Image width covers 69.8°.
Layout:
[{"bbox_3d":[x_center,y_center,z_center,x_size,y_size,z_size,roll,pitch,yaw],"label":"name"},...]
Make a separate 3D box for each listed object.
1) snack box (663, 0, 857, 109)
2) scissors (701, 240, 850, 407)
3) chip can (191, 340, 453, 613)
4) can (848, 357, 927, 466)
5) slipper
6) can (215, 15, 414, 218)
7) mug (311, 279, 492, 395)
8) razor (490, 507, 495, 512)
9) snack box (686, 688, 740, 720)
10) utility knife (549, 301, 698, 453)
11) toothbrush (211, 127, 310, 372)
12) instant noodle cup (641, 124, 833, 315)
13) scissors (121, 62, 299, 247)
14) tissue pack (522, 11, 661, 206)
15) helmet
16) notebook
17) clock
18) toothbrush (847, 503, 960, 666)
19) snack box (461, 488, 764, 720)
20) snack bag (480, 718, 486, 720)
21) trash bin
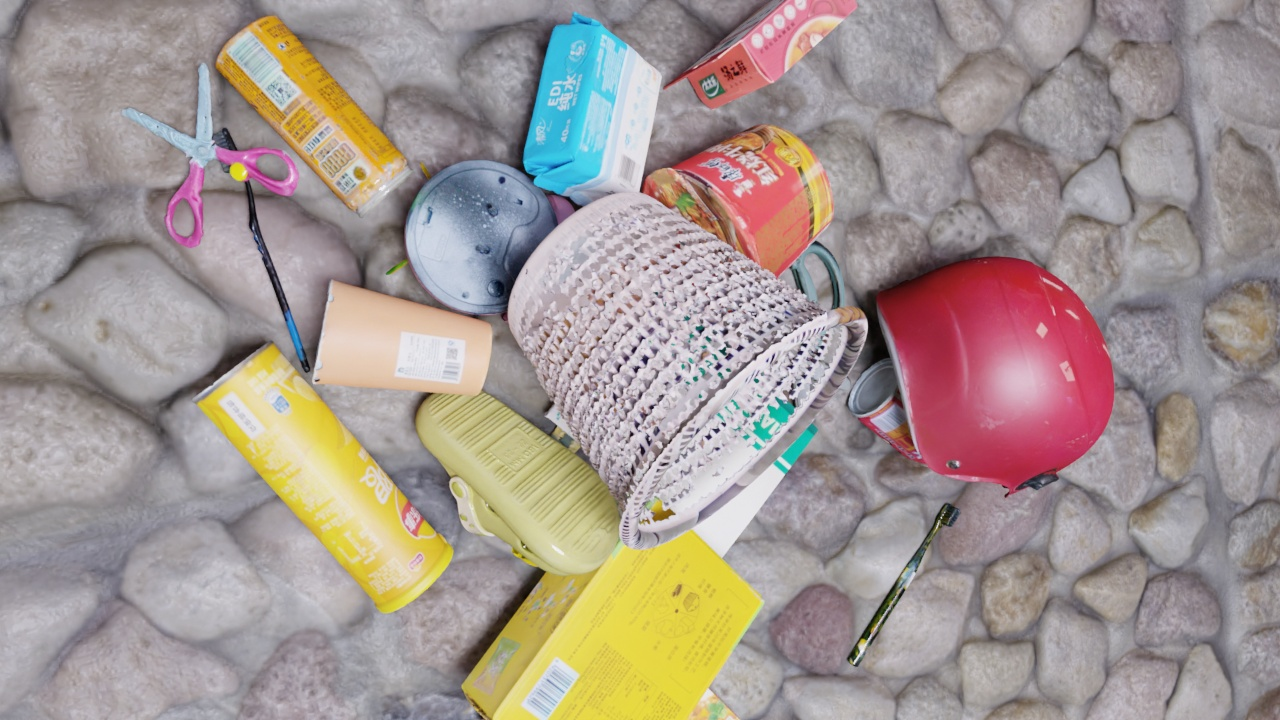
[{"bbox_3d":[0.096,-0.256,0.758,0.127,0.113,0.044,-43,107,-12],"label":"snack box"},{"bbox_3d":[0.131,-0.034,0.834,0.170,0.019,0.179,19,86,-18],"label":"scissors"},{"bbox_3d":[-0.233,0.089,0.684,0.072,0.072,0.213,-41,105,-13],"label":"chip can"},{"bbox_3d":[0.250,0.050,0.854,0.094,0.066,0.066,36,81,-17],"label":"can"},{"bbox_3d":[-0.101,0.099,0.718,0.190,0.082,0.091,40,41,14],"label":"slipper"},{"bbox_3d":[-0.237,-0.178,0.674,0.058,0.058,0.146,-45,106,-12],"label":"can"},{"bbox_3d":[-0.178,-0.011,0.692,0.122,0.078,0.078,10,90,-19],"label":"mug"},{"bbox_3d":[-0.066,0.124,0.772,0.142,0.022,0.042,5,90,-19],"label":"razor"},{"bbox_3d":[0.010,0.349,0.808,0.155,0.027,0.077,-46,105,-12],"label":"snack box"},{"bbox_3d":[-0.005,0.005,0.793,0.212,0.022,0.031,-48,110,-15],"label":"utility knife"},{"bbox_3d":[-0.283,-0.080,0.688,0.016,0.014,0.189,-19,100,-17],"label":"toothbrush"},{"bbox_3d":[0.084,-0.120,0.758,0.108,0.138,0.138,-38,104,-23],"label":"instant noodle cup"},{"bbox_3d":[-0.315,-0.142,0.661,0.133,0.017,0.135,27,99,-4],"label":"scissors"},{"bbox_3d":[-0.040,-0.191,0.724,0.090,0.063,0.140,19,80,-54],"label":"tissue pack"},{"bbox_3d":[0.336,0.003,0.806,0.239,0.144,0.206,14,56,-34],"label":"helmet"},{"bbox_3d":[0.041,0.054,0.796,0.209,0.012,0.150,41,81,-17],"label":"notebook"},{"bbox_3d":[-0.110,-0.088,0.724,0.158,0.060,0.117,18,86,-18],"label":"clock"},{"bbox_3d":[0.257,0.218,0.893,0.012,0.017,0.185,40,80,-24],"label":"toothbrush"},{"bbox_3d":[-0.017,0.230,0.747,0.157,0.070,0.209,46,71,-26],"label":"snack box"},{"bbox_3d":[-0.086,0.319,0.774,0.048,0.026,0.104,-41,105,-4],"label":"snack bag"},{"bbox_3d":[0.016,-0.009,0.665,0.227,0.228,0.192,-38,68,-14],"label":"trash bin"}]
